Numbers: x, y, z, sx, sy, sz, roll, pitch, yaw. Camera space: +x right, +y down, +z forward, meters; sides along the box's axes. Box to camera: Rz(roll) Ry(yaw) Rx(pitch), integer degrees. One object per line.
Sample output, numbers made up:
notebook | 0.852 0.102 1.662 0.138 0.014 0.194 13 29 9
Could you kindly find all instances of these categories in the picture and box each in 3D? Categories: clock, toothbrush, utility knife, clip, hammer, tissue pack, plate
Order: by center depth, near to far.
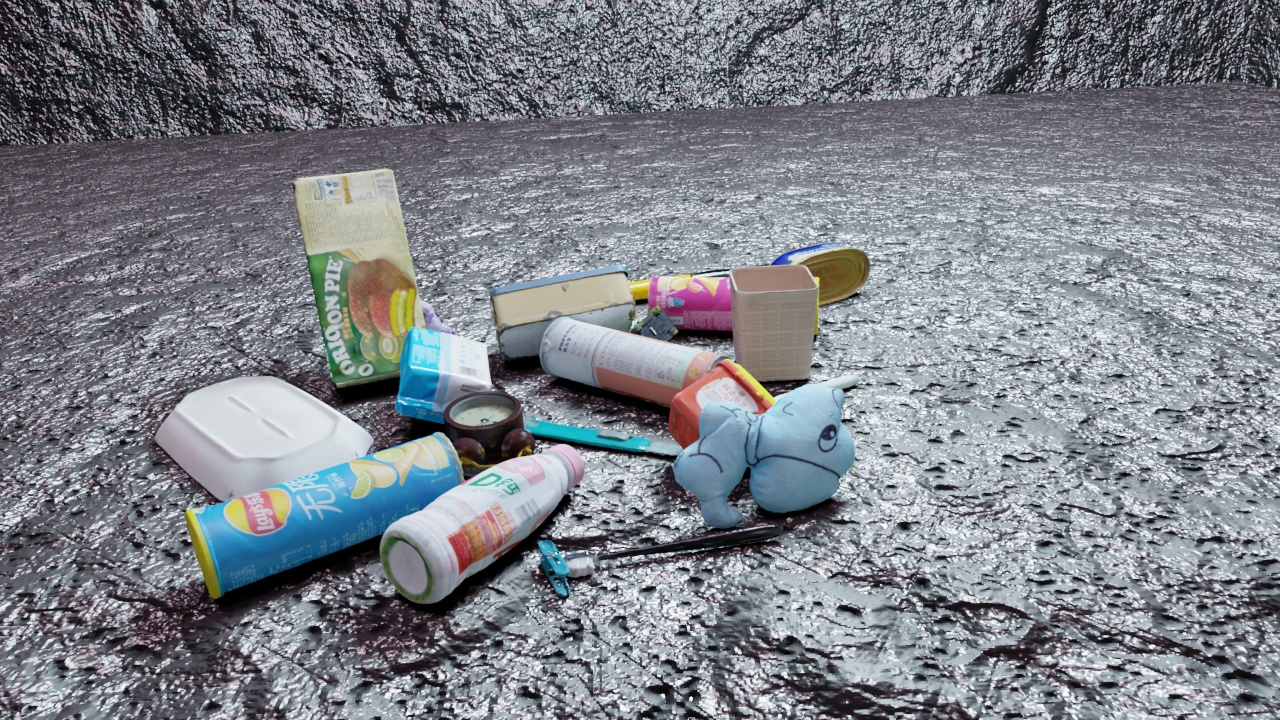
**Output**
clip | -0.067 0.160 0.714 0.014 0.042 0.056 -10 24 -21
toothbrush | 0.028 0.150 0.732 0.181 0.016 0.018 -8 30 -9
clock | -0.145 0.075 0.874 0.082 0.055 0.122 -9 26 -15
utility knife | -0.029 0.077 0.907 0.216 0.013 0.029 8 26 21
plate | -0.390 0.068 0.942 0.161 0.034 0.266 -23 31 -38
toothbrush | 0.159 0.042 0.960 0.189 0.020 0.029 -16 -5 -30
tissue pack | -0.211 0.019 0.977 0.090 0.063 0.140 13 21 -18
hammer | 0.072 -0.108 1.291 0.300 0.033 0.128 -8 25 -12

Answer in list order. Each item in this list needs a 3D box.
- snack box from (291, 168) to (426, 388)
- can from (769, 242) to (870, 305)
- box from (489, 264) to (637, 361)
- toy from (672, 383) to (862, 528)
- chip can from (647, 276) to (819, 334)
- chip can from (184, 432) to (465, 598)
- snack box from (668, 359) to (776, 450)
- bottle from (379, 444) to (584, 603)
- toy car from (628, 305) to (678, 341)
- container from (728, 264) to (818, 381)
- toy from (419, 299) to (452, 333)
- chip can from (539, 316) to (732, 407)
snack box | -0.320 -0.095 1.060 0.114 0.240 0.063 -12 -4 -18
can | 0.240 -0.117 1.243 0.148 0.075 0.049 -16 24 -26
box | -0.087 -0.058 1.102 0.184 0.090 0.061 -13 63 -13
toy | 0.116 0.080 0.785 0.156 0.161 0.050 31 -12 -14
chip can | 0.117 -0.071 1.154 0.211 0.071 0.071 2 24 12
chip can | -0.254 0.122 0.758 0.209 0.071 0.071 -18 28 -31
snack box | 0.077 0.056 0.848 0.080 0.082 0.091 -25 54 -25
bottle | -0.120 0.123 0.752 0.068 0.068 0.196 12 25 31
toy car | 0.010 -0.030 1.106 0.036 0.043 0.091 -37 4 42
container | 0.148 -0.041 1.032 0.090 0.111 0.089 -3 24 0
toy | -0.289 -0.052 1.154 0.084 0.039 0.108 -6 -15 -1
chip can | -0.006 0.006 0.994 0.215 0.071 0.071 14 29 33
